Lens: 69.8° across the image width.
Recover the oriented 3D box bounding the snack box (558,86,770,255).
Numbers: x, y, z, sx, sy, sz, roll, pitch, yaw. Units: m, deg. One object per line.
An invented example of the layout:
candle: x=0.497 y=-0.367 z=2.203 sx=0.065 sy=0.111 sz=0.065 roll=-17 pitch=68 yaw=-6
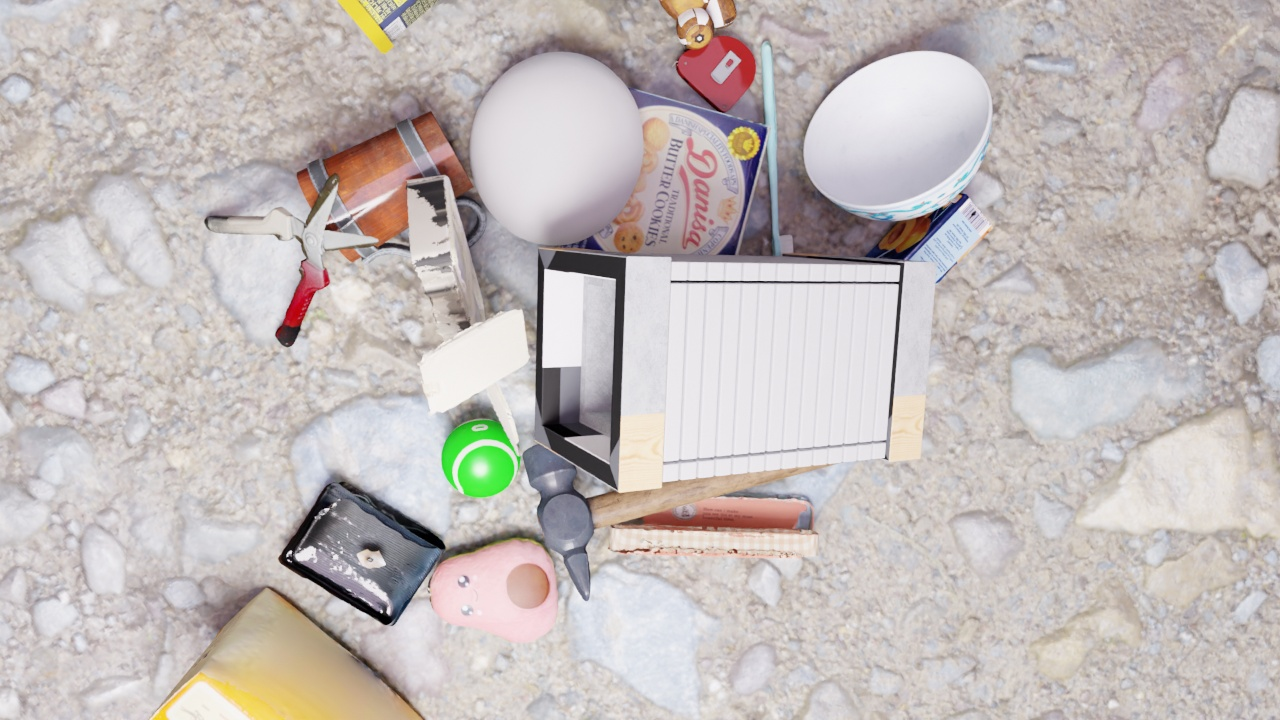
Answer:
snack box: x=0.018 y=-0.138 z=0.746 sx=0.145 sy=0.042 sz=0.144 roll=13 pitch=99 yaw=-6

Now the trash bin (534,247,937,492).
trash bin: x=0.066 y=-0.005 z=0.663 sx=0.246 sy=0.142 sz=0.142 roll=-2 pitch=100 yaw=-27

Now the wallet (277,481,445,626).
wallet: x=-0.237 y=0.165 z=0.786 sx=0.115 sy=0.026 sz=0.089 roll=34 pitch=97 yaw=-7

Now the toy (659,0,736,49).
toy: x=0.059 y=-0.306 z=0.710 sx=0.113 sy=0.067 sz=0.087 roll=-36 pitch=118 yaw=15

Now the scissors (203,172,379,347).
scissors: x=-0.271 y=-0.083 z=0.699 sx=0.179 sy=0.015 sz=0.199 roll=33 pitch=132 yaw=15

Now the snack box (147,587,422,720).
snack box: x=-0.271 y=0.292 z=0.747 sx=0.081 sy=0.145 sz=0.195 roll=-43 pitch=100 yaw=6

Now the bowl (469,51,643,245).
bowl: x=-0.074 y=-0.164 z=0.703 sx=0.150 sy=0.043 sz=0.149 roll=2 pitch=95 yaw=22

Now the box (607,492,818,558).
box: x=0.064 y=0.143 z=0.796 sx=0.187 sy=0.057 sz=0.067 roll=2 pitch=68 yaw=-6

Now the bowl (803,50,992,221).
bowl: x=0.211 y=-0.163 z=0.730 sx=0.144 sy=0.144 sz=0.074 roll=-46 pitch=140 yaw=4

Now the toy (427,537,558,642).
toy: x=-0.126 y=0.199 z=0.789 sx=0.110 sy=0.051 sz=0.090 roll=-4 pitch=93 yaw=-1

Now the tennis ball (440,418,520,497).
tennis ball: x=-0.132 y=0.081 z=0.761 sx=0.065 sy=0.065 sz=0.065 roll=-1 pitch=100 yaw=-5

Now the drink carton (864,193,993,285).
drink carton: x=0.220 y=-0.080 z=0.761 sx=0.040 sy=0.064 sz=0.130 roll=43 pitch=94 yaw=-17

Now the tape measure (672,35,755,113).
tape measure: x=0.063 y=-0.238 z=0.744 sx=0.059 sy=0.019 sz=0.051 roll=40 pitch=95 yaw=-10

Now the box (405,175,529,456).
box: x=-0.119 y=-0.031 z=0.668 sx=0.080 sy=0.180 sz=0.144 roll=-11 pitch=143 yaw=-4

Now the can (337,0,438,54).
can: x=-0.201 y=-0.319 z=0.682 sx=0.104 sy=0.075 sz=0.135 roll=-40 pitch=101 yaw=0

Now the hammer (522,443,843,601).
hammer: x=0.072 y=0.099 z=0.772 sx=0.321 sy=0.040 sz=0.129 roll=-13 pitch=70 yaw=-13

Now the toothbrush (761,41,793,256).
toothbrush: x=0.112 y=-0.171 z=0.762 sx=0.016 sy=0.016 sz=0.181 roll=-6 pitch=101 yaw=-1

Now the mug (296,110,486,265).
mug: x=-0.188 y=-0.124 z=0.722 sx=0.111 sy=0.081 sz=0.117 roll=-29 pitch=125 yaw=-3
